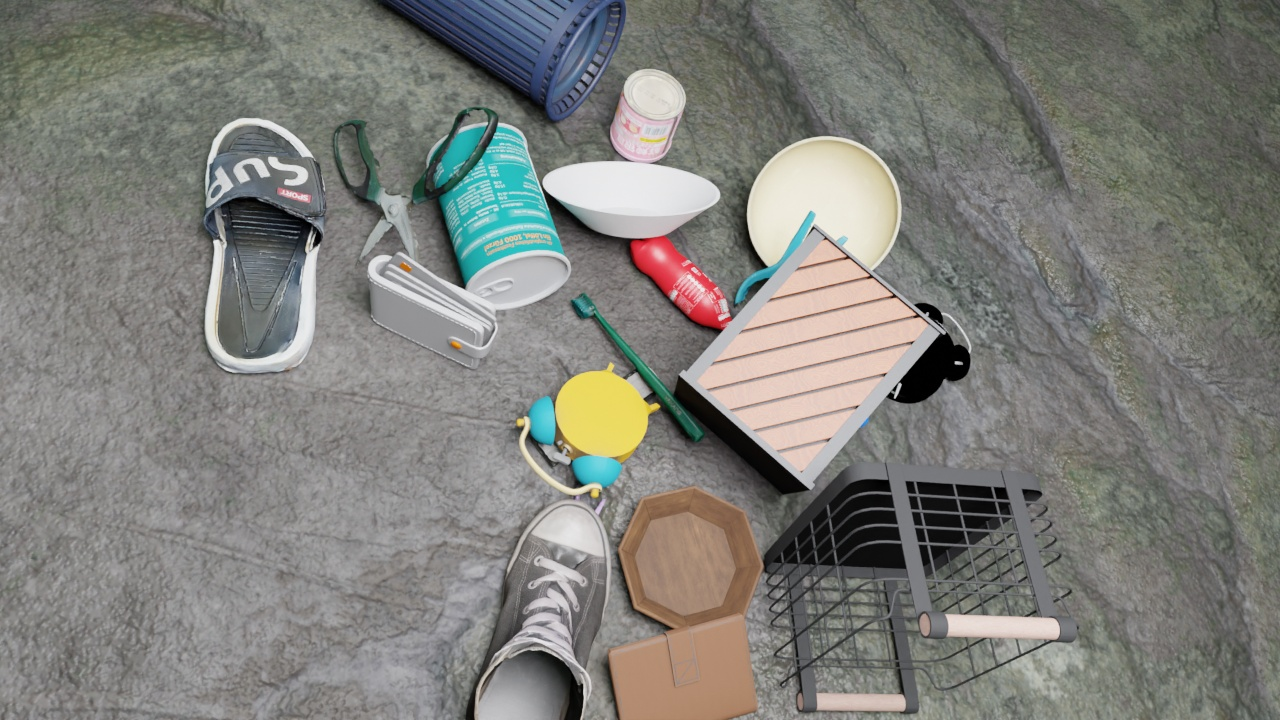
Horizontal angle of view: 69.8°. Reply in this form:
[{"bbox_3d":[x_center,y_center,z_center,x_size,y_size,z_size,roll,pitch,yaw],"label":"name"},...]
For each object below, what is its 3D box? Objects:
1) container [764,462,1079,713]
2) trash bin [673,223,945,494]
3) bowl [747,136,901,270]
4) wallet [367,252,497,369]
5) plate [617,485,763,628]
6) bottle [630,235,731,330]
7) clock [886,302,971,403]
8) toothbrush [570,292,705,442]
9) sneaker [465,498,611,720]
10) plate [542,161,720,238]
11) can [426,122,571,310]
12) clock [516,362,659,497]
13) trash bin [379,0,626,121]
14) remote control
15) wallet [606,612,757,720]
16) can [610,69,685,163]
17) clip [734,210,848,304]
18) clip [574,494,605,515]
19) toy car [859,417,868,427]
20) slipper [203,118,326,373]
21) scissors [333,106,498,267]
[{"bbox_3d":[0.210,0.188,0.730,0.162,0.242,0.130,5,57,-12],"label":"container"},{"bbox_3d":[0.140,0.006,0.816,0.139,0.140,0.171,41,83,6],"label":"trash bin"},{"bbox_3d":[0.190,-0.152,0.948,0.151,0.075,0.151,2,99,13],"label":"bowl"},{"bbox_3d":[-0.182,-0.047,0.804,0.118,0.115,0.037,25,62,-2],"label":"wallet"},{"bbox_3d":[0.042,0.176,0.807,0.131,0.025,0.131,5,65,-11],"label":"plate"},{"bbox_3d":[0.047,-0.073,0.913,0.141,0.042,0.041,45,64,8],"label":"bottle"},{"bbox_3d":[0.286,-0.010,0.942,0.120,0.043,0.091,-23,73,-22],"label":"clock"},{"bbox_3d":[-0.005,0.005,0.861,0.017,0.016,0.190,-31,66,-25],"label":"toothbrush"},{"bbox_3d":[-0.073,0.208,0.713,0.095,0.120,0.234,23,60,-3],"label":"sneaker"},{"bbox_3d":[-0.010,-0.155,0.911,0.174,0.036,0.173,4,28,-2],"label":"plate"},{"bbox_3d":[-0.134,-0.134,0.864,0.099,0.099,0.144,-13,70,-19],"label":"can"},{"bbox_3d":[-0.046,0.060,0.815,0.099,0.044,0.129,42,58,8],"label":"clock"},{"bbox_3d":[-0.156,-0.375,0.949,0.249,0.139,0.139,34,63,5],"label":"trash bin"},{"bbox_3d":[-0.037,0.049,0.853,0.136,0.013,0.033,-35,77,-23],"label":"remote control"},{"bbox_3d":[0.036,0.265,0.759,0.120,0.013,0.087,-10,93,-18],"label":"wallet"},{"bbox_3d":[0.007,-0.256,0.967,0.067,0.076,0.067,5,65,-11],"label":"can"},{"bbox_3d":[0.163,-0.073,0.915,0.130,0.030,0.120,-35,85,17],"label":"clip"},{"bbox_3d":[-0.049,0.141,0.809,0.029,0.013,0.050,15,66,-5],"label":"clip"},{"bbox_3d":[0.214,0.013,0.903,0.033,0.062,0.092,1,66,-13],"label":"toy car"},{"bbox_3d":[-0.342,-0.117,0.829,0.111,0.063,0.263,0,69,-14],"label":"slipper"},{"bbox_3d":[-0.214,-0.183,0.850,0.206,0.015,0.201,-36,65,19],"label":"scissors"}]
